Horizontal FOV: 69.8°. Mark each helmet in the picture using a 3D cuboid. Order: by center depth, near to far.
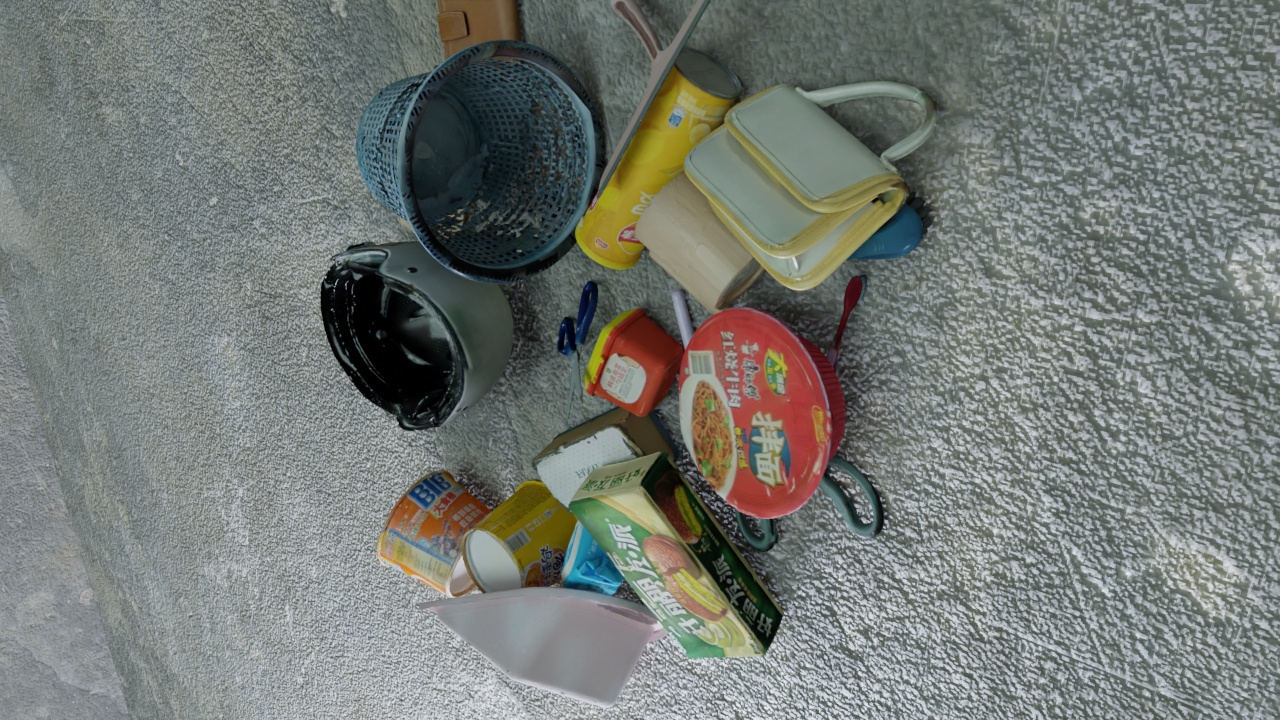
[{"bbox_3d":[-0.248,-0.044,1.085,0.275,0.156,0.230,0,113,51],"label":"helmet"}]

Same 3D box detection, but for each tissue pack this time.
[{"bbox_3d":[-0.052,0.223,1.049,0.063,0.089,0.140,16,150,-6],"label":"tissue pack"}]

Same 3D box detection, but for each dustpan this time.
[{"bbox_3d":[-0.101,0.314,1.120,0.274,0.222,0.138,17,78,50],"label":"dustpan"}]

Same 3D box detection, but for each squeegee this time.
[{"bbox_3d":[-0.019,-0.319,0.820,0.248,0.040,0.249,-55,51,39],"label":"squeegee"}]

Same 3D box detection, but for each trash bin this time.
[{"bbox_3d":[-0.183,-0.209,0.935,0.195,0.226,0.227,23,123,46],"label":"trash bin"}]

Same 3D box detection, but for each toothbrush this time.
[{"bbox_3d":[0.173,0.007,0.833,0.016,0.017,0.188,31,124,32],"label":"toothbrush"},{"bbox_3d":[0.063,0.018,0.938,0.029,0.021,0.189,-169,61,-73],"label":"toothbrush"}]

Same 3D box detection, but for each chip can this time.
[{"bbox_3d":[0.013,-0.182,0.857,0.072,0.071,0.214,48,131,14],"label":"chip can"}]

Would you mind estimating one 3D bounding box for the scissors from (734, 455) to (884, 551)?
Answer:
[{"bbox_3d":[0.150,0.136,0.912,0.170,0.019,0.180,43,128,18],"label":"scissors"}]

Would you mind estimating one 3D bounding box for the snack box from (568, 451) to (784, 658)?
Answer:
[{"bbox_3d":[0.040,0.211,0.969,0.115,0.063,0.240,-19,113,44],"label":"snack box"}]

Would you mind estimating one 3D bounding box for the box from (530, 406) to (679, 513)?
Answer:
[{"bbox_3d":[-0.039,0.108,1.031,0.185,0.059,0.090,-25,103,42],"label":"box"}]

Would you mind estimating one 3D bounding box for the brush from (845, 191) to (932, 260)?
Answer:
[{"bbox_3d":[0.161,-0.107,0.758,0.144,0.073,0.055,8,127,40],"label":"brush"}]

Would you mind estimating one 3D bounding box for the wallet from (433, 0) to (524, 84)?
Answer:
[{"bbox_3d":[-0.175,-0.356,0.972,0.119,0.035,0.131,6,113,32],"label":"wallet"}]

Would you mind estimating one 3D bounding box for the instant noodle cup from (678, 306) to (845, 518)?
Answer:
[{"bbox_3d":[0.118,0.043,0.845,0.194,0.065,0.194,18,113,48],"label":"instant noodle cup"}]

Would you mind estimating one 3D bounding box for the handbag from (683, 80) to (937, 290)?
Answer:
[{"bbox_3d":[0.138,-0.165,0.727,0.179,0.063,0.163,-41,52,8],"label":"handbag"}]

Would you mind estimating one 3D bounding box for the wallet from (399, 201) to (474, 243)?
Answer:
[{"bbox_3d":[-0.251,-0.180,1.120,0.115,0.024,0.087,33,122,24],"label":"wallet"}]

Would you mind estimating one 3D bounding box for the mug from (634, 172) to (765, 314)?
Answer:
[{"bbox_3d":[0.057,-0.100,0.858,0.103,0.084,0.125,46,156,14],"label":"mug"}]

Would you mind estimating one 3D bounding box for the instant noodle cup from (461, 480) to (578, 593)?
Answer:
[{"bbox_3d":[-0.149,0.236,1.154,0.138,0.109,0.138,19,121,34],"label":"instant noodle cup"}]

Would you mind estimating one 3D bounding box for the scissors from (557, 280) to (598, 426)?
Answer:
[{"bbox_3d":[-0.071,-0.007,0.980,0.157,0.012,0.165,-7,66,67],"label":"scissors"}]

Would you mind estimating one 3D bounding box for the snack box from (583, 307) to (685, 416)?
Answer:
[{"bbox_3d":[-0.006,0.006,0.952,0.080,0.081,0.091,33,128,13],"label":"snack box"}]

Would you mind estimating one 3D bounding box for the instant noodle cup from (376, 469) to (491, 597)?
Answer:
[{"bbox_3d":[-0.260,0.239,1.233,0.111,0.151,0.152,29,125,19],"label":"instant noodle cup"}]
